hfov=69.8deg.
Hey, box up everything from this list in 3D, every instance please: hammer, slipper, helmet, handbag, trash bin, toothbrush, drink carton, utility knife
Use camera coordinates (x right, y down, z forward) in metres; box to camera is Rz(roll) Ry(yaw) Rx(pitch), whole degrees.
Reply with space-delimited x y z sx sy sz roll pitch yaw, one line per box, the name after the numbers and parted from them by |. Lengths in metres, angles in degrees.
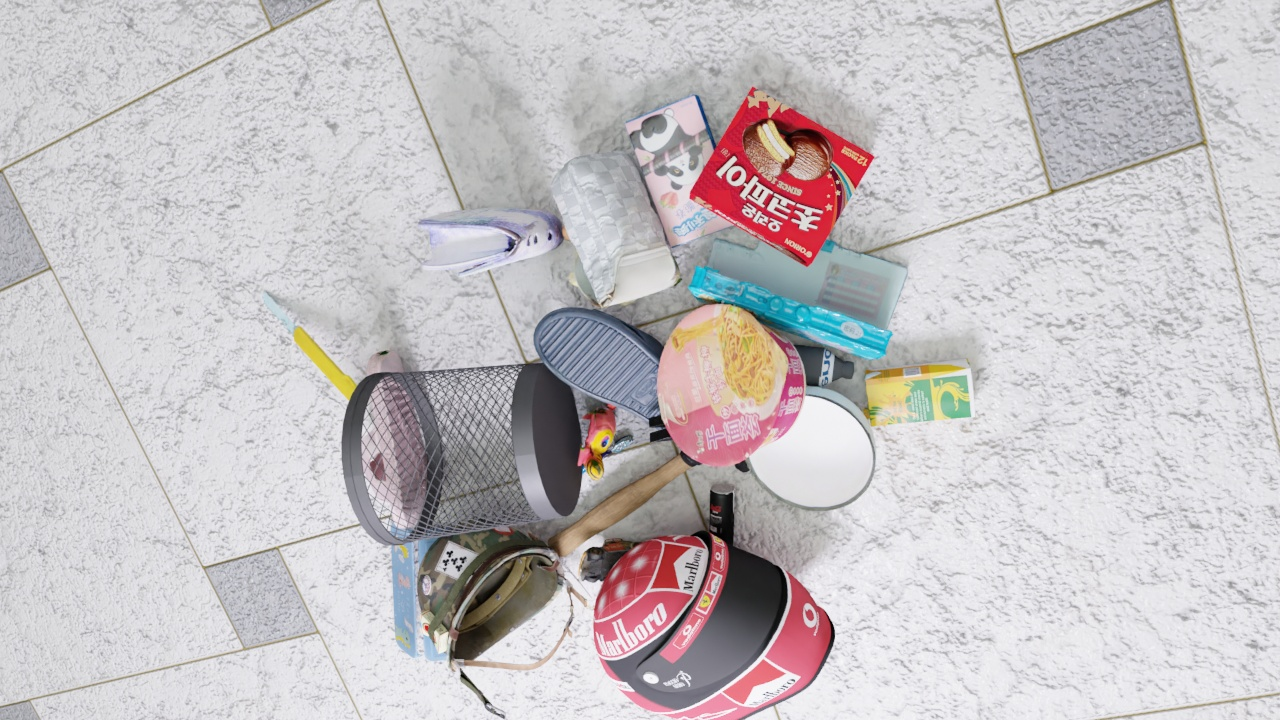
-0.011 0.170 1.170 0.132 0.040 0.306 35 123 -30 | hammer
-0.340 0.106 1.227 0.064 0.094 0.239 -5 99 12 | slipper
-0.184 0.314 1.186 0.236 0.192 0.225 51 146 14 | helmet
0.062 0.318 1.119 0.224 0.197 0.272 40 129 -14 | helmet
-0.170 -0.139 1.070 0.126 0.158 0.069 3 104 14 | handbag
-0.208 0.109 1.131 0.227 0.217 0.218 -8 105 13 | trash bin
-0.085 0.149 1.211 0.189 0.017 0.016 -34 97 21 | toothbrush
0.318 0.037 1.058 0.123 0.041 0.058 -7 105 16 | drink carton
-0.440 -0.020 1.219 0.227 0.019 0.031 41 118 18 | utility knife
-0.040 -0.148 1.060 0.124 0.112 0.171 -21 89 54 | handbag
-0.007 0.007 1.120 0.263 0.082 0.101 33 117 -18 | slipper

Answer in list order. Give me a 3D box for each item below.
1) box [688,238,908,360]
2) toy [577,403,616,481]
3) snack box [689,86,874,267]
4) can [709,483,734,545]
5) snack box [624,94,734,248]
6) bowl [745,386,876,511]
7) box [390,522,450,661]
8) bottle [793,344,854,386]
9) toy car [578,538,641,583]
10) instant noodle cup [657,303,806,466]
0.181 -0.091 1.039 0.227 0.097 0.117 20 89 9 | box
-0.055 0.099 1.153 0.046 0.084 0.103 11 82 -11 | toy
0.153 -0.199 1.003 0.152 0.036 0.132 31 89 3 | snack box
0.104 0.199 1.169 0.031 0.031 0.080 4 108 14 | can
0.051 -0.216 1.054 0.088 0.033 0.154 -17 102 19 | snack box
0.205 0.095 1.081 0.153 0.072 0.154 10 116 21 | bowl
-0.310 0.334 1.313 0.122 0.047 0.210 5 107 12 | box
0.194 0.006 1.078 0.112 0.046 0.047 6 108 12 | bottle
-0.035 0.260 1.212 0.111 0.047 0.047 0 109 -27 | toy car
0.108 0.028 1.027 0.179 0.077 0.178 -2 87 46 | instant noodle cup
